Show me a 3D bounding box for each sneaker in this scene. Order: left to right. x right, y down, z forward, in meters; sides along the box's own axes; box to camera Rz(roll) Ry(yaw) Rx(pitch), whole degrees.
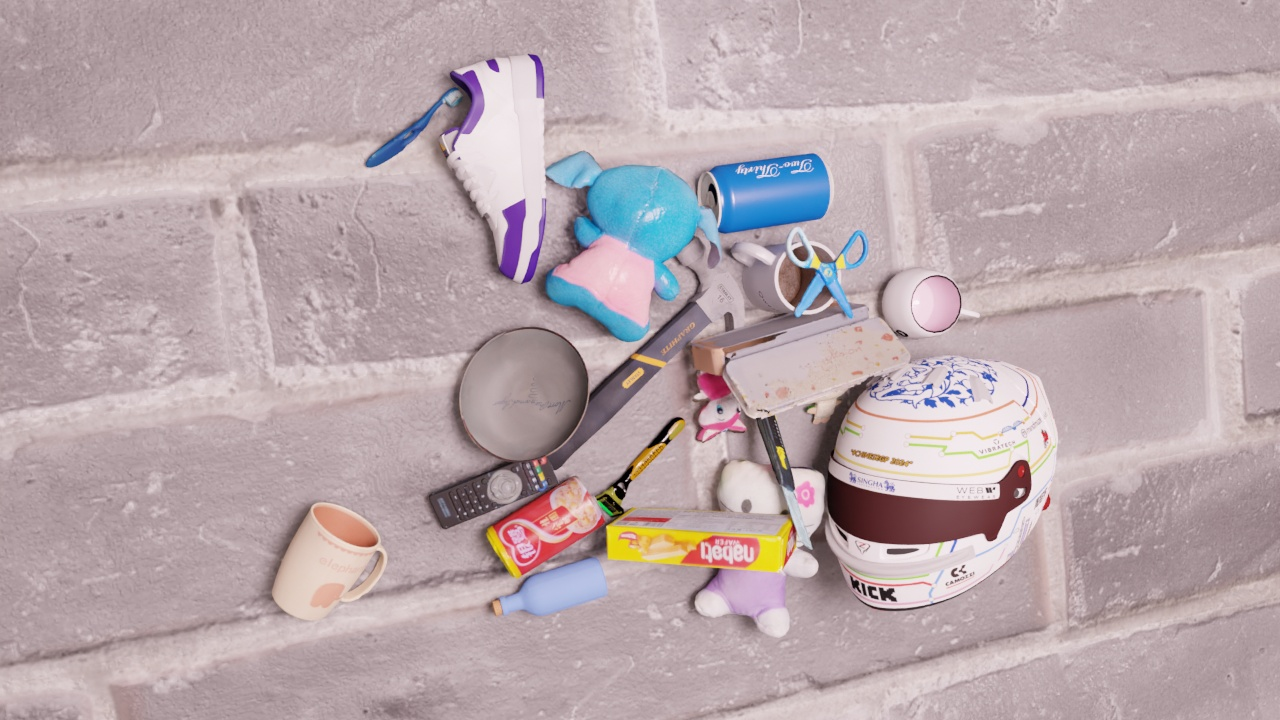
[{"bbox_3d":[-0.161,-0.205,0.987,0.111,0.092,0.244,-1,97,-11],"label":"sneaker"}]

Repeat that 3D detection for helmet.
[{"bbox_3d":[0.343,0.116,1.070,0.313,0.231,0.236,-25,111,-35],"label":"helmet"}]

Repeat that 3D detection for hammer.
[{"bbox_3d":[-0.006,0.006,1.078,0.312,0.035,0.139,-42,106,-8],"label":"hammer"}]

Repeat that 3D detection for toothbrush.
[{"bbox_3d":[-0.245,-0.251,0.996,0.132,0.021,0.016,-43,69,-8],"label":"toothbrush"}]

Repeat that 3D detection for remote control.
[{"bbox_3d":[-0.166,0.145,1.039,0.140,0.021,0.045,-21,108,-3],"label":"remote control"}]

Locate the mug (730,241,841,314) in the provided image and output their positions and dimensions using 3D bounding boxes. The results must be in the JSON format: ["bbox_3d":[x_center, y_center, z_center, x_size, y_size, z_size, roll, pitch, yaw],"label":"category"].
[{"bbox_3d":[0.161,-0.106,1.081,0.119,0.096,0.083,28,87,-16],"label":"mug"}]

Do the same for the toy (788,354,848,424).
[{"bbox_3d":[0.223,0.026,1.138,0.087,0.050,0.112,-18,94,-13],"label":"toy"}]

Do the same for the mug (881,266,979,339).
[{"bbox_3d":[0.364,-0.068,1.151,0.123,0.076,0.090,11,92,-16],"label":"mug"}]

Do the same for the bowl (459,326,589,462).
[{"bbox_3d":[-0.123,0.041,1.025,0.151,0.057,0.150,-2,78,9],"label":"bowl"}]

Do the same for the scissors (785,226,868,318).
[{"bbox_3d":[0.207,-0.103,1.035,0.130,0.014,0.125,36,84,-12],"label":"scissors"}]

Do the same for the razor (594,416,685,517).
[{"bbox_3d":[0.004,0.123,1.096,0.144,0.021,0.044,-47,130,-8],"label":"razor"}]

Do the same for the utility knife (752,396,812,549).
[{"bbox_3d":[0.160,0.112,1.064,0.028,0.020,0.233,15,48,-36],"label":"utility knife"}]

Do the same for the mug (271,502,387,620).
[{"bbox_3d":[-0.329,0.222,0.988,0.111,0.085,0.104,28,97,-45],"label":"mug"}]

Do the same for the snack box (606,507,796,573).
[{"bbox_3d":[0.070,0.199,1.036,0.201,0.092,0.042,0,95,19],"label":"snack box"}]

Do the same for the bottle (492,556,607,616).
[{"bbox_3d":[-0.107,0.269,1.064,0.131,0.048,0.048,-14,98,-14],"label":"bottle"}]

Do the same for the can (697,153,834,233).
[{"bbox_3d":[0.147,-0.196,1.078,0.146,0.079,0.079,-11,97,-15],"label":"can"}]

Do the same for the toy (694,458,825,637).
[{"bbox_3d":[0.149,0.219,1.105,0.138,0.085,0.209,14,99,15],"label":"toy"}]

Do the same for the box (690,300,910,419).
[{"bbox_3d":[0.181,-0.010,1.048,0.216,0.156,0.071,-16,133,-20],"label":"box"}]

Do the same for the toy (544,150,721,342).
[{"bbox_3d":[-0.026,-0.132,1.019,0.224,0.099,0.191,28,89,-3],"label":"toy"}]

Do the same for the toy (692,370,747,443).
[{"bbox_3d":[0.095,0.055,1.092,0.065,0.050,0.102,-23,119,-19],"label":"toy"}]

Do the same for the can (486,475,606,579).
[{"bbox_3d":[-0.108,0.189,1.047,0.124,0.067,0.067,-31,102,-11],"label":"can"}]
